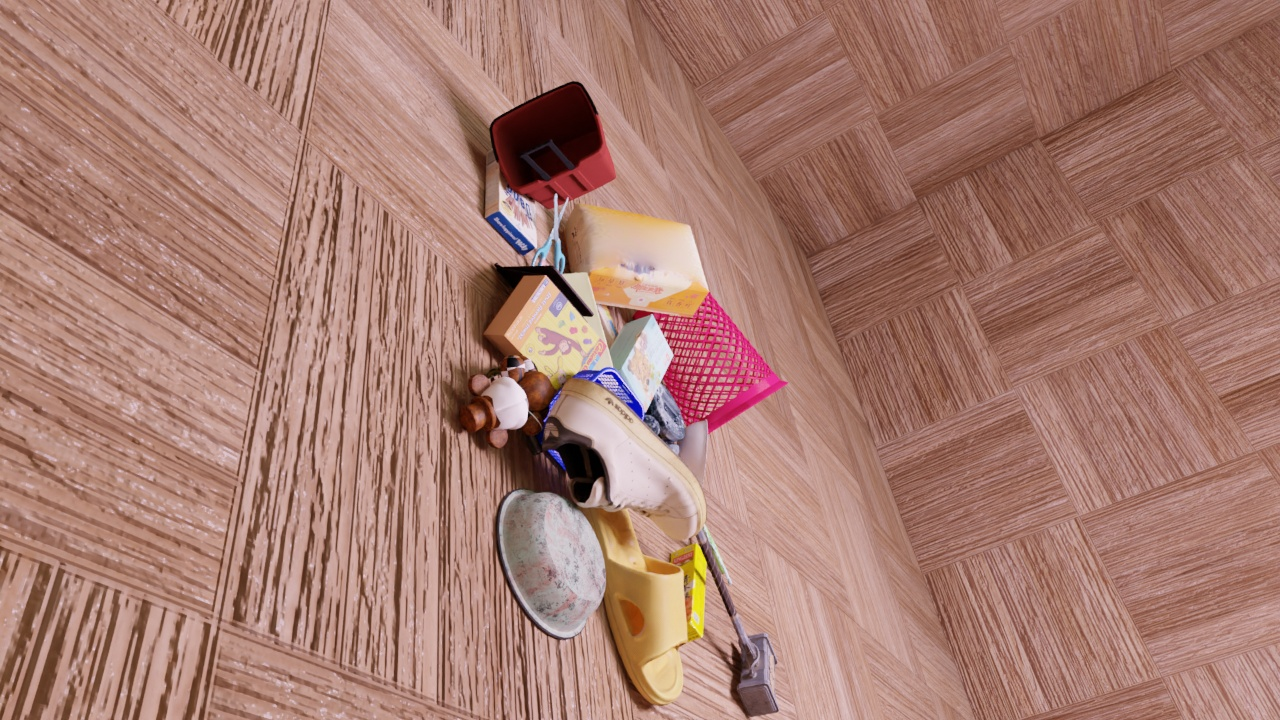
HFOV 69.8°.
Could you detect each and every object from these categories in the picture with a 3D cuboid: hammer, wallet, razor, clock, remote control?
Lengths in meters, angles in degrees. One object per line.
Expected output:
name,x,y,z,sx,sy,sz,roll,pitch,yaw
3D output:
hammer,0.111,0.307,1.178,0.098,0.044,0.322,-76,147,-62
wallet,-0.119,-0.082,1.109,0.018,0.116,0.091,-55,126,-21
razor,-0.132,0.054,1.001,0.106,0.026,0.042,67,16,-2
clock,0.024,0.090,1.314,0.090,0.052,0.129,51,22,-34
remote control,-0.057,-0.064,1.360,0.038,0.018,0.125,15,50,-66

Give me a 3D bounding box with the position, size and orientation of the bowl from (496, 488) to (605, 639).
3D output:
bowl,-0.080,0.195,0.919,0.157,0.039,0.157,52,22,-31

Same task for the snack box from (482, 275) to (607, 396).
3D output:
snack box,-0.108,-0.023,1.063,0.126,0.040,0.088,50,60,-35

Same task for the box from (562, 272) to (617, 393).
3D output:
box,-0.088,-0.026,1.176,0.077,0.090,0.187,7,54,-31

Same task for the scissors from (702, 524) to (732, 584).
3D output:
scissors,0.095,0.253,1.288,0.171,0.023,0.168,71,-2,-58

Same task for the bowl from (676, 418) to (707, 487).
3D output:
bowl,0.072,0.140,1.359,0.110,0.040,0.110,176,-81,-89

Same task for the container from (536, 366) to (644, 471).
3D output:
container,-0.061,0.070,1.043,0.114,0.058,0.096,-52,122,-26

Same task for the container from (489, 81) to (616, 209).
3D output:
container,-0.120,-0.287,1.201,0.201,0.148,0.127,39,30,-71

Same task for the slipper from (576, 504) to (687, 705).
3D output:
slipper,0.005,0.243,1.024,0.099,0.078,0.263,21,43,-64

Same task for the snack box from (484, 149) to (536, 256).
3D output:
snack box,-0.174,-0.217,1.236,0.082,0.026,0.149,48,24,-41

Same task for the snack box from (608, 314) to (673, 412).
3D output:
snack box,-0.008,0.008,1.299,0.075,0.053,0.174,63,27,-20

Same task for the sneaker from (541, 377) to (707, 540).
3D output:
sneaker,-0.019,0.130,0.980,0.241,0.089,0.102,50,55,-26

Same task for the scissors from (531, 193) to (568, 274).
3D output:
scissors,-0.116,-0.155,1.247,0.126,0.015,0.136,64,47,-66

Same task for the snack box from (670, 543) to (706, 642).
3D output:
snack box,0.058,0.292,1.154,0.029,0.040,0.147,56,20,-21

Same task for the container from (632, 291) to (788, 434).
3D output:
container,0.099,-0.008,1.484,0.225,0.183,0.183,58,18,6

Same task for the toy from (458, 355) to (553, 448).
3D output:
toy,-0.135,0.042,0.933,0.112,0.067,0.087,-24,100,-42

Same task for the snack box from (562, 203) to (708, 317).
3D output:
snack box,-0.005,-0.153,1.371,0.195,0.081,0.145,7,50,-25
